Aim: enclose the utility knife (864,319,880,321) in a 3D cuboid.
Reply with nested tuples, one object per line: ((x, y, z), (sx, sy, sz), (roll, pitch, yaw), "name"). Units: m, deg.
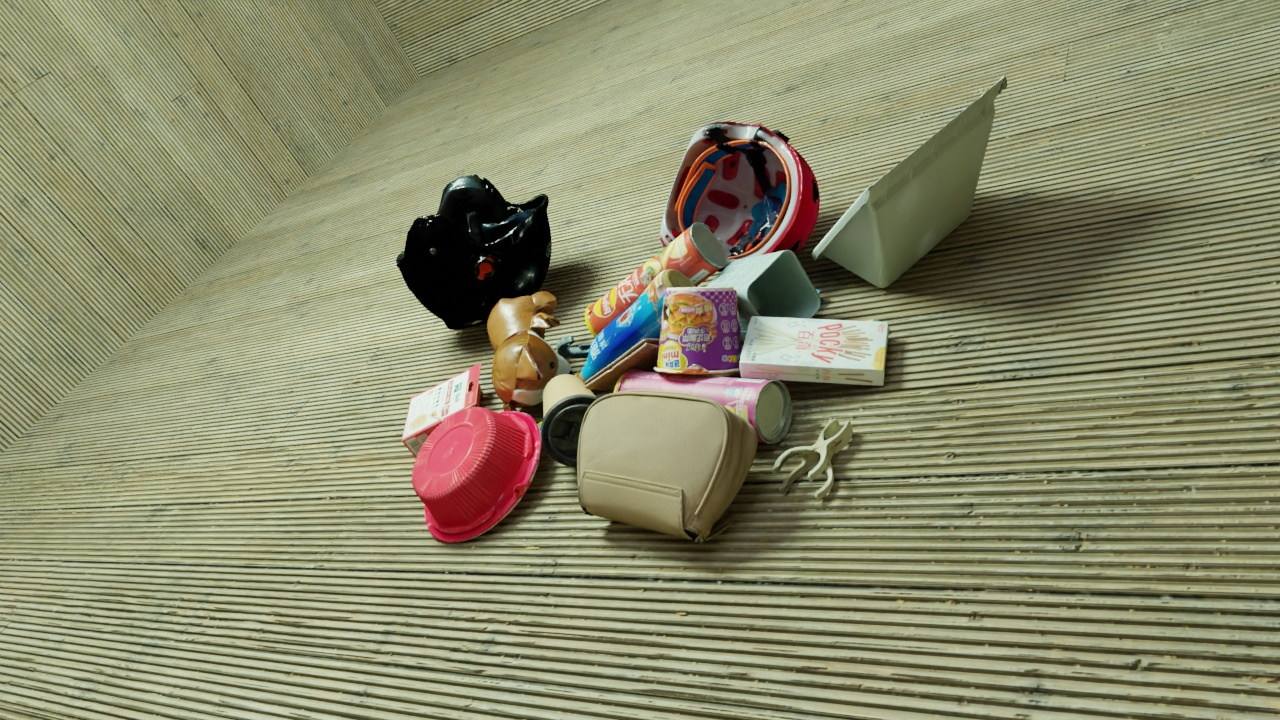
((0.197, -0.020, 1.096), (0.197, 0.020, 0.030), (-19, 26, 28), "utility knife")

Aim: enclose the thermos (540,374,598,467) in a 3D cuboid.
((-0.083, 0.069, 1.142), (0.093, 0.093, 0.143), (-31, 22, -1), "thermos")

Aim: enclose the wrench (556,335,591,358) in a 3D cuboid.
((0.019, -0.046, 1.238), (0.273, 0.056, 0.016), (-15, 62, 8), "wrench")

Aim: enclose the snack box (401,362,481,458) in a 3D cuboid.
((-0.279, 0.073, 1.340), (0.127, 0.044, 0.113), (-26, 30, 11), "snack box")

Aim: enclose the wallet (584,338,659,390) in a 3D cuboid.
((-0.007, 0.007, 1.141), (0.101, 0.020, 0.115), (-35, -17, 19), "wallet")

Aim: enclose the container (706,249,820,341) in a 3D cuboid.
((0.143, -0.076, 1.138), (0.089, 0.090, 0.112), (-44, 22, -23), "container")

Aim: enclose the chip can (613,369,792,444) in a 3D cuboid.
((0.067, 0.051, 1.047), (0.211, 0.071, 0.071), (4, 45, 43), "chip can")

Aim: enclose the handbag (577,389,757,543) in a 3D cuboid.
((0.025, 0.109, 0.971), (0.205, 0.099, 0.147), (5, 72, 44), "handbag")

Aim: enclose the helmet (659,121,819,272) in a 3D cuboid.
((0.158, -0.210, 1.260), (0.240, 0.143, 0.207), (26, 101, 43), "helmet")

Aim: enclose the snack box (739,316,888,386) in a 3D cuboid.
((0.194, -0.012, 1.025), (0.157, 0.027, 0.084), (3, 41, 17), "snack box")

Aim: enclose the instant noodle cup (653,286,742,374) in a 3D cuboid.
((0.071, -0.037, 1.072), (0.111, 0.099, 0.111), (1, 5, 0), "instant noodle cup")

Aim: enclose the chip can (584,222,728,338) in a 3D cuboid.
((0.018, -0.098, 1.237), (0.217, 0.073, 0.073), (-35, 24, 36), "chip can")

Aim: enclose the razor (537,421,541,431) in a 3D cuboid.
((-0.166, 0.124, 1.189), (0.132, 0.028, 0.043), (-39, 35, -10), "razor")

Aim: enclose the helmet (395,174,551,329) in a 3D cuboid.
((-0.260, -0.174, 1.508), (0.275, 0.230, 0.233), (-13, 27, 13), "helmet")

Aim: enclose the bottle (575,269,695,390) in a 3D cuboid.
((-0.015, -0.028, 1.187), (0.219, 0.065, 0.065), (-43, 22, 31), "bottle")

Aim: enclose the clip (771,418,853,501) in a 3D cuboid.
((0.184, 0.101, 0.911), (0.103, 0.035, 0.092), (-29, 26, -12), "clip")

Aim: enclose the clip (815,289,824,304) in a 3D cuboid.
((0.208, -0.082, 1.170), (0.026, 0.038, 0.058), (-39, 33, -11), "clip")

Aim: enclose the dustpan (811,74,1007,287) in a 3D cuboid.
((0.298, -0.208, 1.108), (0.222, 0.258, 0.142), (-39, 55, -14), "dustpan")

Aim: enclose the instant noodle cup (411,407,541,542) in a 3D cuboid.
((-0.219, 0.129, 1.151), (0.194, 0.066, 0.193), (-26, 41, 24), "instant noodle cup")

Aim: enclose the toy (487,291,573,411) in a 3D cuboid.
((-0.159, -0.003, 1.296), (0.130, 0.140, 0.199), (12, 34, -10), "toy")
